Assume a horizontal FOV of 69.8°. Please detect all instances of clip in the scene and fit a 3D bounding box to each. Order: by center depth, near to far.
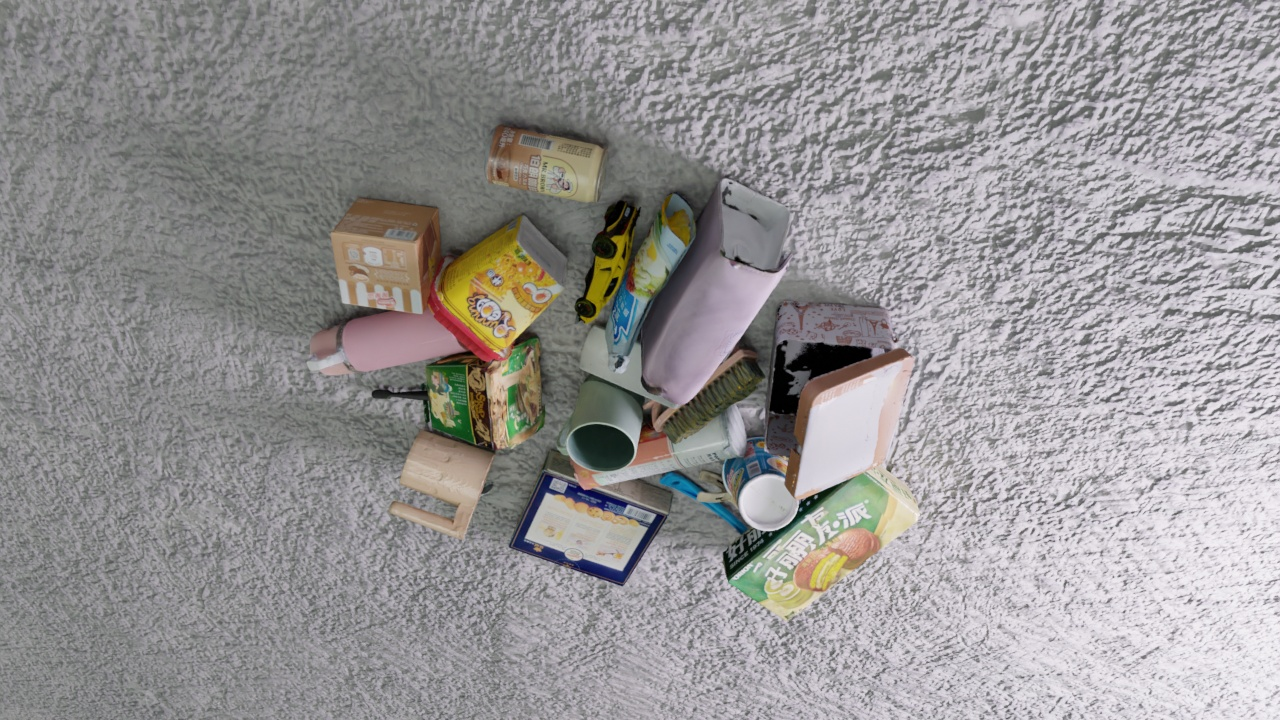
[{"bbox_3d":[0.126,0.168,1.210,0.103,0.076,0.035,18,132,7],"label":"clip"},{"bbox_3d":[-0.231,0.184,1.286,0.027,0.024,0.056,38,120,-25],"label":"clip"}]

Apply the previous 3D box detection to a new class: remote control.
[{"bbox_3d":[-0.006,0.006,1.053,0.135,0.019,0.056,22,100,23],"label":"remote control"}]

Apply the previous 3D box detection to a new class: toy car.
[{"bbox_3d":[-0.036,-0.101,0.981,0.041,0.071,0.156,21,132,-3],"label":"toy car"}]

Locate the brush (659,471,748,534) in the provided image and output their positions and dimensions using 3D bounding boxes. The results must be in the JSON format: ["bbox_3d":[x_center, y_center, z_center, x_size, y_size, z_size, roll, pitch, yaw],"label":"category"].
[{"bbox_3d":[0.132,0.222,1.247,0.254,0.045,0.083,36,131,-14],"label":"brush"}]

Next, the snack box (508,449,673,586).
[{"bbox_3d":[-0.072,0.223,1.274,0.178,0.045,0.183,21,130,-8],"label":"snack box"}]

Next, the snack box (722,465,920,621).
[{"bbox_3d":[0.228,0.224,1.179,0.114,0.063,0.241,37,113,-21],"label":"snack box"}]

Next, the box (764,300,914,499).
[{"bbox_3d":[0.213,0.055,1.009,0.148,0.157,0.182,5,130,7],"label":"box"}]

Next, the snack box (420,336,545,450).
[{"bbox_3d":[-0.187,0.035,1.091,0.106,0.117,0.118,6,107,24],"label":"snack box"}]

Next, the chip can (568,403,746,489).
[{"bbox_3d":[0.020,0.108,1.145,0.215,0.071,0.071,-15,125,21],"label":"chip can"}]

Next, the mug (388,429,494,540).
[{"bbox_3d":[-0.261,0.162,1.208,0.103,0.124,0.084,20,151,-5],"label":"mug"}]

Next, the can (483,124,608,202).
[{"bbox_3d":[-0.094,-0.196,0.918,0.116,0.058,0.059,12,131,0],"label":"can"}]

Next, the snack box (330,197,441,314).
[{"bbox_3d":[-0.275,-0.115,1.005,0.093,0.076,0.095,8,130,3],"label":"snack box"}]

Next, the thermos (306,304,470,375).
[{"bbox_3d":[-0.298,-0.023,1.082,0.199,0.087,0.067,-10,107,16],"label":"thermos"}]

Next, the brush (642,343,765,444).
[{"bbox_3d":[0.070,0.034,1.063,0.146,0.063,0.073,-40,75,17],"label":"brush"}]

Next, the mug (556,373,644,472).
[{"bbox_3d":[-0.051,0.073,1.104,0.112,0.106,0.082,-24,123,26],"label":"mug"}]

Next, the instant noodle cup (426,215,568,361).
[{"bbox_3d":[-0.149,-0.082,0.997,0.124,0.115,0.116,-36,116,19],"label":"instant noodle cup"}]

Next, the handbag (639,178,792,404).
[{"bbox_3d":[0.073,-0.065,0.943,0.098,0.144,0.198,25,130,-8],"label":"handbag"}]

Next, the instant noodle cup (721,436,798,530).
[{"bbox_3d":[0.151,0.153,1.114,0.099,0.109,0.099,1,102,3],"label":"instant noodle cup"}]

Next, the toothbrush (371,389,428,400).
[{"bbox_3d":[-0.242,0.046,1.170,0.213,0.026,0.027,1,169,11],"label":"toothbrush"}]

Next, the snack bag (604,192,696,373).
[{"bbox_3d":[0.002,-0.077,0.969,0.038,0.110,0.191,11,131,-23],"label":"snack bag"}]
